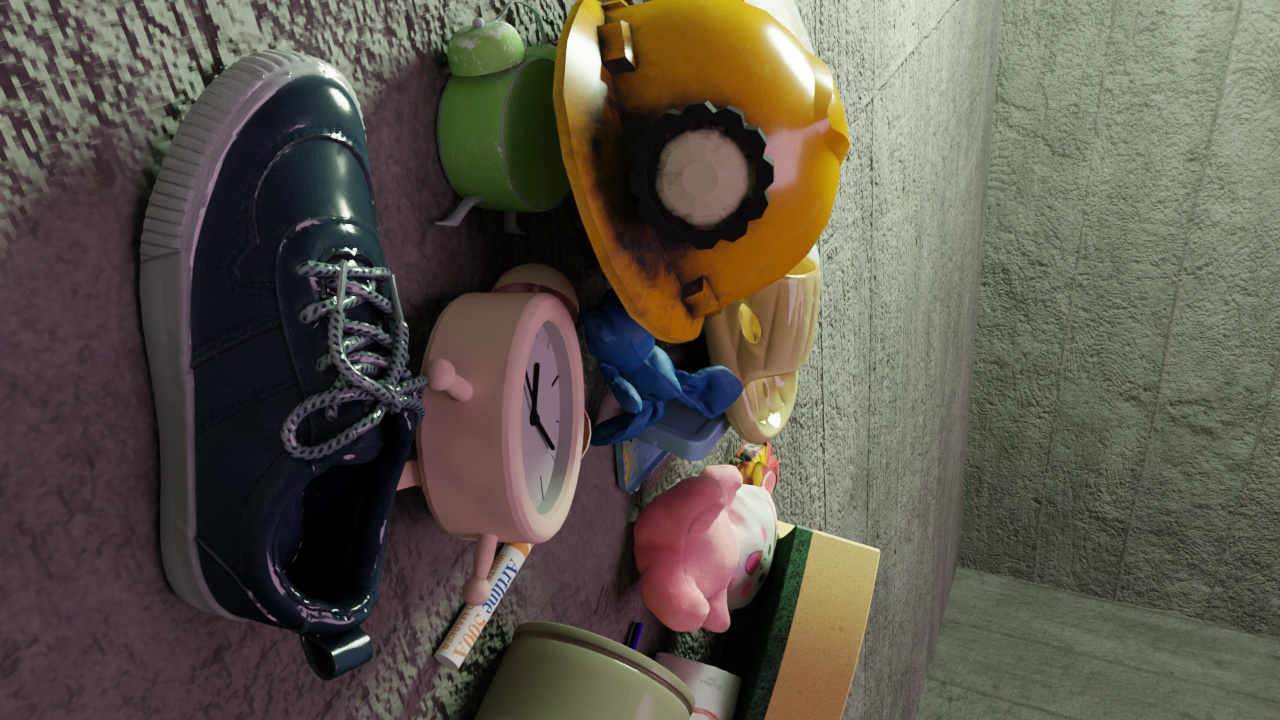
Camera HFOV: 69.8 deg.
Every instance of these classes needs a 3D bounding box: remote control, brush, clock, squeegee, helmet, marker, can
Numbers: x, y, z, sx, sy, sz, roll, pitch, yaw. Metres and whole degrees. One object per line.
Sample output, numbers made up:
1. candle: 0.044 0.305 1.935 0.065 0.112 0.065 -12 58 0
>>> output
1. remote control: 0.038 -0.001 0.716 0.146 0.015 0.033 -15 155 -46
2. brush: 0.140 0.258 0.879 0.250 0.075 0.195 94 13 -82
3. clock: -0.079 0.028 0.490 0.160 0.086 0.131 -53 143 -59
4. squeegee: -0.005 0.311 0.647 0.185 0.055 0.249 132 -21 -68
5. helmet: 0.052 -0.127 0.533 0.254 0.131 0.205 -66 138 -69
6. clock: -0.067 -0.127 0.487 0.094 0.043 0.119 -12 108 -64
7. marker: -0.081 0.123 0.567 0.145 0.017 0.017 -58 146 -38
8. can: -0.036 0.224 0.565 0.128 0.128 0.073 68 38 -47

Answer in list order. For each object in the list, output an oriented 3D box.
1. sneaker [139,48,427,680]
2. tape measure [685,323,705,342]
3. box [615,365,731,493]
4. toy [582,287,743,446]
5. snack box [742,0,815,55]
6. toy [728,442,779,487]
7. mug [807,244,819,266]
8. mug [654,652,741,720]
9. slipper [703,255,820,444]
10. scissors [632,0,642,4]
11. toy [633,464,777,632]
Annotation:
1. sneaker: -0.126 0.001 0.353 0.089 0.087 0.235 -11 108 -63
2. tape measure: 0.036 -0.045 0.723 0.065 0.036 0.059 7 109 -52
3. box: 0.051 0.043 0.767 0.209 0.072 0.079 -41 147 -55
4. toy: -0.004 0.004 0.603 0.112 0.071 0.176 -41 145 -5
5. snack box: 0.090 -0.246 0.701 0.146 0.041 0.143 -40 109 -59
6. toy: 0.118 0.115 0.945 0.103 0.046 0.084 68 26 -54
7. mug: 0.104 -0.107 0.817 0.096 0.079 0.112 10 61 -64
8. mug: 0.037 0.317 0.795 0.082 0.082 0.105 53 50 -56
9. slipper: 0.097 -0.069 0.698 0.111 0.079 0.261 -18 98 -56
10. scissors: 0.004 -0.235 0.626 0.138 0.015 0.120 -36 121 -51
11. toy: 0.064 0.159 0.800 0.213 0.084 0.142 11 89 -63
